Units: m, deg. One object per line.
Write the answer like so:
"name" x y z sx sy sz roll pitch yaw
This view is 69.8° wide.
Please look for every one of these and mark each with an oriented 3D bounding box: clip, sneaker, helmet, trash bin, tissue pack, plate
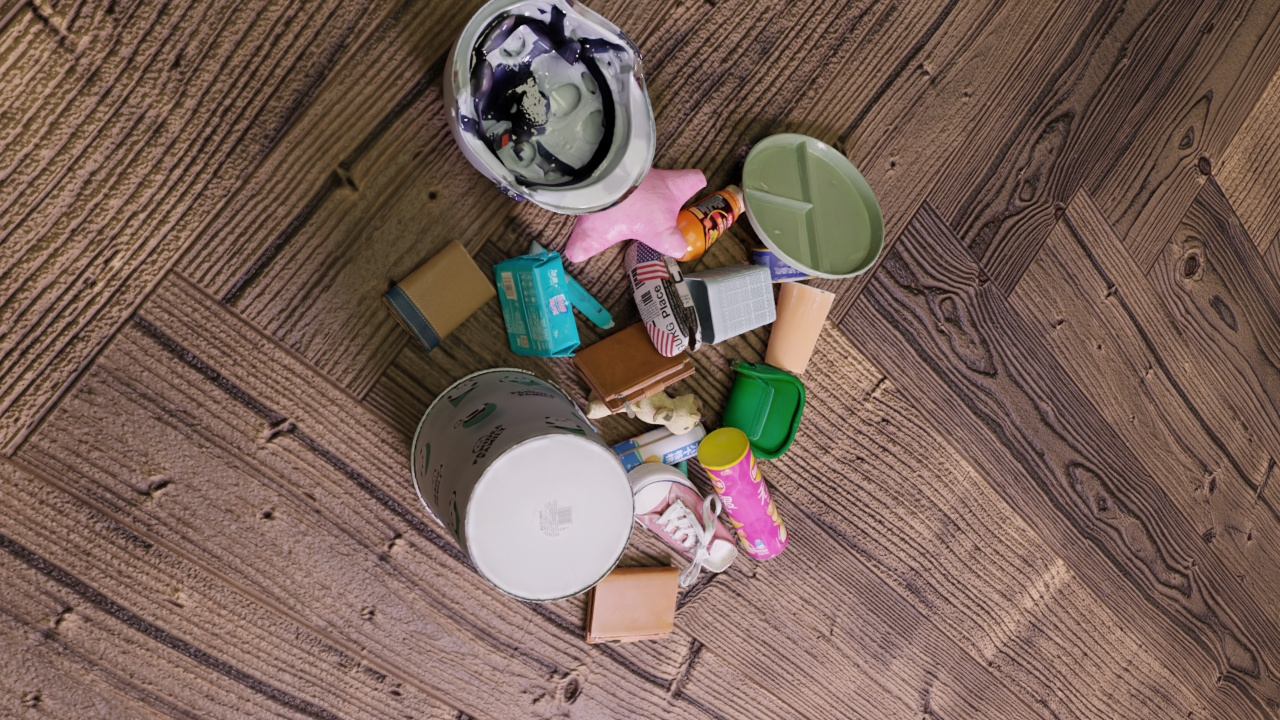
"clip" -0.081 0.076 1.206 0.038 0.026 0.058 -36 112 -9
"sneaker" 0.065 0.226 1.243 0.118 0.088 0.241 -43 126 1
"helmet" -0.117 -0.291 1.062 0.258 0.146 0.229 36 83 -33
"trash bin" -0.133 0.142 1.050 0.229 0.252 0.230 -4 101 -19
"tissue pack" -0.126 -0.064 1.122 0.050 0.093 0.133 -22 108 -39
"plate" 0.235 -0.211 1.261 0.230 0.028 0.229 11 63 -22

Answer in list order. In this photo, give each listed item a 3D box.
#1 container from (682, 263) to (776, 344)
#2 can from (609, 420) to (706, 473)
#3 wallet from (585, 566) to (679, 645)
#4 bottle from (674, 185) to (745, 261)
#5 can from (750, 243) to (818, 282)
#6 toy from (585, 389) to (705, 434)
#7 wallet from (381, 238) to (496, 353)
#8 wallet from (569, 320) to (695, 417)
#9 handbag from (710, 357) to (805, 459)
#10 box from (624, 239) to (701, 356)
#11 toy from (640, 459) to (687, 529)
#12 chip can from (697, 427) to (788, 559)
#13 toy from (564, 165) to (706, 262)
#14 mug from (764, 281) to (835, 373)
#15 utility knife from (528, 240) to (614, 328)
"container" 0.116 -0.081 1.244 0.111 0.090 0.090 -17 106 -26
"can" 0.022 0.121 1.248 0.134 0.053 0.053 -19 106 -23
"wallet" -0.011 0.341 1.279 0.131 0.031 0.108 4 93 -26
"bottle" 0.095 -0.193 1.234 0.149 0.067 0.067 -39 113 -24
"can" 0.224 -0.144 1.296 0.148 0.075 0.049 -11 105 -26
"toy" 0.005 0.063 1.211 0.157 0.105 0.066 6 108 -10
"wallet" -0.240 -0.078 1.099 0.115 0.033 0.090 -43 116 -15
"wallet" -0.007 0.007 1.189 0.130 0.119 0.035 -26 149 -21
"handbag" 0.164 0.069 1.302 0.120 0.068 0.131 16 90 -27
"box" 0.022 -0.083 1.181 0.082 0.075 0.163 -15 77 -13
"toy" 0.023 0.186 1.275 0.091 0.030 0.096 -7 108 -21
"chip can" 0.147 0.189 1.281 0.071 0.071 0.211 -40 128 -16
"toy" -0.011 -0.211 1.158 0.194 0.075 0.178 -6 79 -7
"mug" 0.222 -0.048 1.313 0.078 0.078 0.123 13 98 -28
"utility knife" -0.088 -0.093 1.182 0.157 0.013 0.029 43 80 -25
